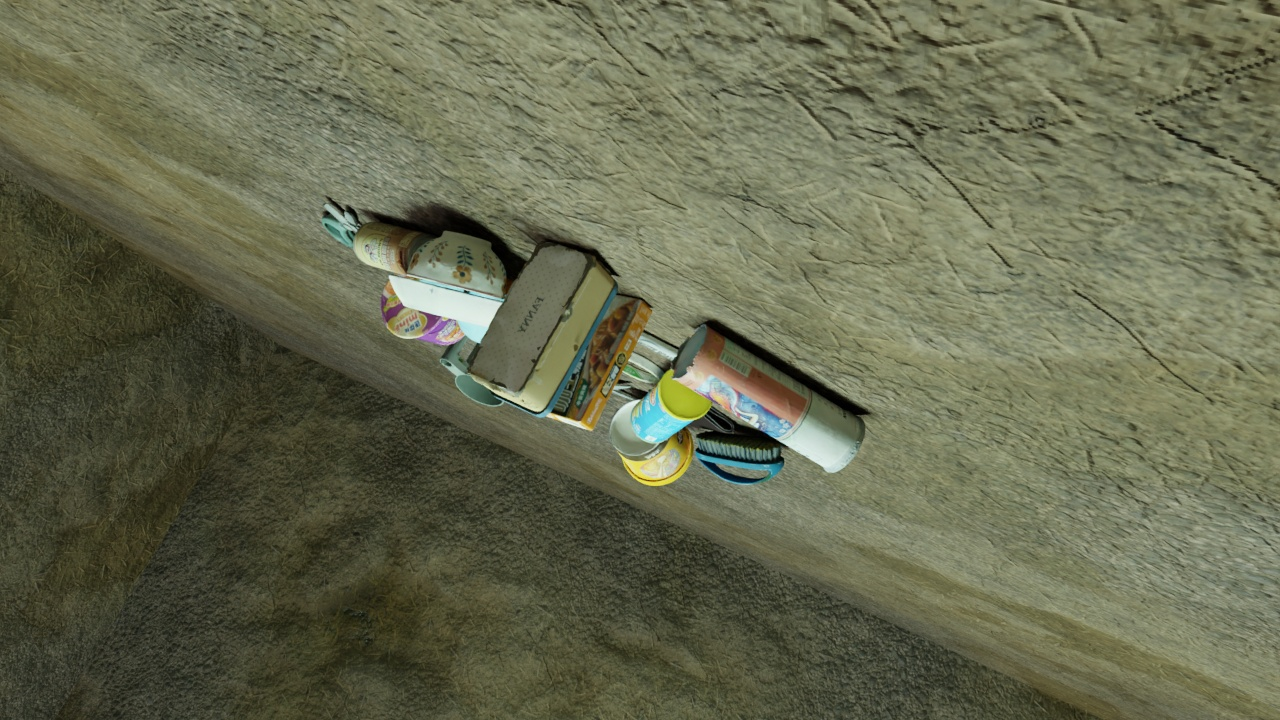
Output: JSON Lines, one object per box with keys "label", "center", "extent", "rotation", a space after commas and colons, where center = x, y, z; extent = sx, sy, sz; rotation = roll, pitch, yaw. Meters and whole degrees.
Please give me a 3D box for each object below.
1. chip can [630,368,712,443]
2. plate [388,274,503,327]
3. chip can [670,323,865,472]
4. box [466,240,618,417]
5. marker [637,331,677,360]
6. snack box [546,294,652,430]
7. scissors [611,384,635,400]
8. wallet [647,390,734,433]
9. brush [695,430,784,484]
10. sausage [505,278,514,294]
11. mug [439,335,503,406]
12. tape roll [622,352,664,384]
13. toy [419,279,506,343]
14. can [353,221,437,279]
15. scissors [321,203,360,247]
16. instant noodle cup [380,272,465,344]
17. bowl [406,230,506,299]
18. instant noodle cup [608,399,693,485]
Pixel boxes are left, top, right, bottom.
{"label": "chip can", "center": [0.038, 0.062, 1.237], "extent": [0.071, 0.071, 0.210], "rotation": [27, 164, -4]}
{"label": "plate", "center": [-0.176, -0.057, 1.119], "extent": [0.265, 0.034, 0.162], "rotation": [13, -178, -24]}
{"label": "chip can", "center": [0.139, 0.041, 0.998], "extent": [0.214, 0.071, 0.071], "rotation": [31, 166, -15]}
{"label": "box", "center": [-0.103, -0.029, 0.946], "extent": [0.090, 0.184, 0.062], "rotation": [24, 171, 34]}
{"label": "marker", "center": [0.019, -0.019, 1.111], "extent": [0.145, 0.017, 0.017], "rotation": [28, 167, -4]}
{"label": "snack box", "center": [-0.051, -0.002, 1.009], "extent": [0.075, 0.153, 0.026], "rotation": [14, 162, 41]}
{"label": "scissors", "center": [-0.082, 0.034, 1.493], "extent": [0.221, 0.021, 0.234], "rotation": [26, 167, -18]}
{"label": "wallet", "center": [0.072, 0.075, 1.359], "extent": [0.096, 0.020, 0.122], "rotation": [38, 164, -23]}
{"label": "brush", "center": [0.144, 0.144, 1.340], "extent": [0.144, 0.073, 0.055], "rotation": [5, -164, 37]}
{"label": "sausage", "center": [-0.132, -0.082, 1.139], "extent": [0.165, 0.021, 0.021], "rotation": [18, 164, 34]}
{"label": "mug", "center": [-0.245, -0.004, 1.441], "extent": [0.084, 0.103, 0.124], "rotation": [-10, 135, 44]}
{"label": "tape roll", "center": [-0.007, 0.007, 1.262], "extent": [0.086, 0.014, 0.086], "rotation": [25, 166, 6]}
{"label": "toy", "center": [-0.221, -0.073, 1.235], "extent": [0.156, 0.049, 0.162], "rotation": [6, 145, -14]}
{"label": "can", "center": [-0.308, -0.141, 1.167], "extent": [0.116, 0.058, 0.058], "rotation": [17, 164, 35]}
{"label": "scissors", "center": [-0.408, -0.182, 1.286], "extent": [0.172, 0.019, 0.176], "rotation": [19, 166, 29]}
{"label": "instant noodle cup", "center": [-0.299, -0.074, 1.321], "extent": [0.112, 0.111, 0.099], "rotation": [20, 175, 24]}
{"label": "bowl", "center": [-0.205, -0.112, 1.049], "extent": [0.113, 0.062, 0.113], "rotation": [13, -179, 0]}
{"label": "instant noodle cup", "center": [0.012, 0.124, 1.440], "extent": [0.118, 0.118, 0.114], "rotation": [19, 164, 27]}
